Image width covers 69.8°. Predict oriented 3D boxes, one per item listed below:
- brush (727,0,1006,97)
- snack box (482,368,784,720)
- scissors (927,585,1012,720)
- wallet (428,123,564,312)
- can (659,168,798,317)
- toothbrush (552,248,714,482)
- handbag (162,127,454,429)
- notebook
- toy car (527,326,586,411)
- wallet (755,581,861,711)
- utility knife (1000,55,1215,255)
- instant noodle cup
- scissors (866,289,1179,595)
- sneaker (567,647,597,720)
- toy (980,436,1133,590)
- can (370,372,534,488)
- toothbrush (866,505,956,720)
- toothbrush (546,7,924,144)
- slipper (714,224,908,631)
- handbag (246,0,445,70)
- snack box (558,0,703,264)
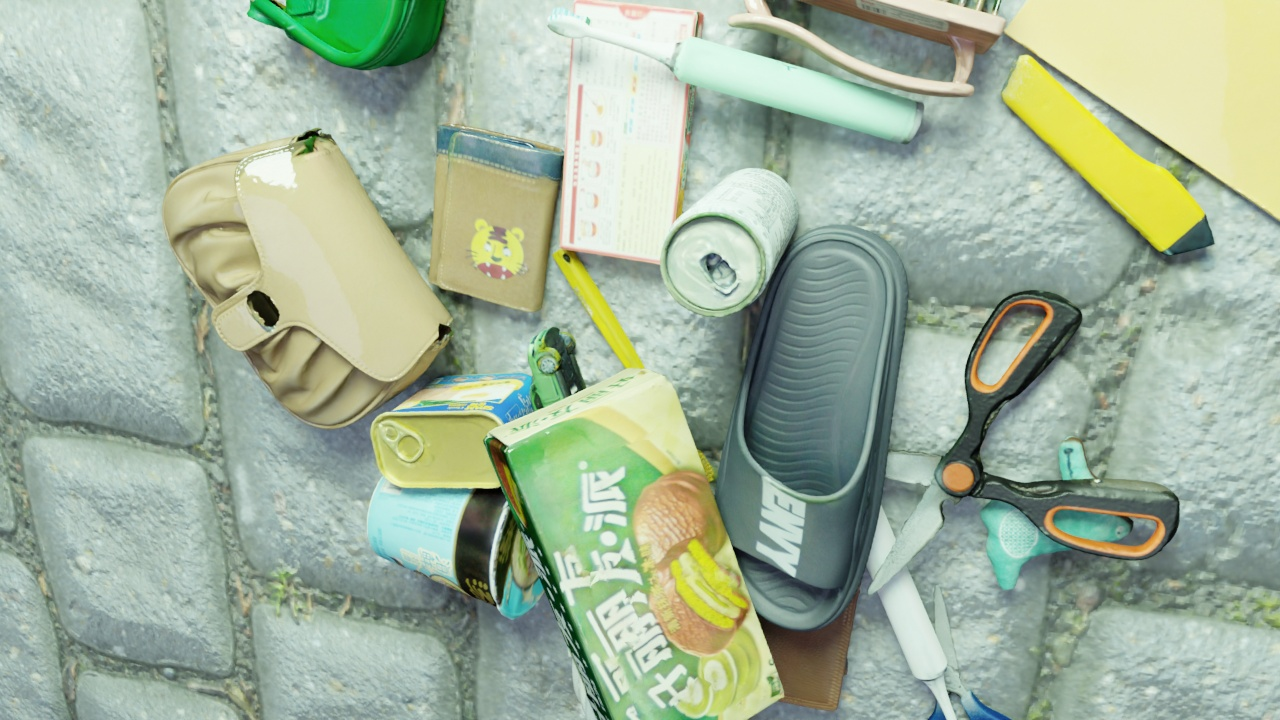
[{"bbox_3d":[0.123,-0.195,0.505,0.146,0.063,0.073,19,104,8],"label":"brush"},{"bbox_3d":[-0.002,0.135,0.592,0.114,0.063,0.240,-24,102,-20],"label":"snack box"},{"bbox_3d":[0.220,0.244,0.674,0.171,0.012,0.141,40,116,1],"label":"scissors"},{"bbox_3d":[-0.101,-0.096,0.623,0.090,0.033,0.115,16,117,10],"label":"wallet"},{"bbox_3d":[0.054,-0.071,0.525,0.058,0.146,0.058,5,111,14],"label":"can"},{"bbox_3d":[-0.004,0.004,0.625,0.015,0.016,0.190,-32,90,-6],"label":"toothbrush"},{"bbox_3d":[-0.233,-0.053,0.637,0.148,0.099,0.204,-25,105,25],"label":"handbag"},{"bbox_3d":[0.324,-0.180,0.484,0.206,0.010,0.146,34,115,1],"label":"notebook"},{"bbox_3d":[-0.057,0.022,0.648,0.036,0.043,0.091,-9,107,19],"label":"toy car"},{"bbox_3d":[0.105,0.198,0.679,0.101,0.032,0.125,8,113,9],"label":"wallet"},{"bbox_3d":[0.266,-0.115,0.522,0.154,0.015,0.033,43,109,-2],"label":"utility knife"},{"bbox_3d":[-0.131,0.122,0.680,0.120,0.111,0.111,9,112,21],"label":"instant noodle cup"},{"bbox_3d":[0.222,0.065,0.582,0.221,0.021,0.235,24,104,15],"label":"scissors"},{"bbox_3d":[-0.010,0.154,0.674,0.089,0.091,0.242,2,94,-21],"label":"sneaker"},{"bbox_3d":[0.269,0.099,0.597,0.092,0.030,0.096,-13,99,15],"label":"toy"},{"bbox_3d":[-0.125,0.047,0.655,0.102,0.083,0.057,-2,109,16],"label":"can"},{"bbox_3d":[0.194,0.192,0.645,0.026,0.027,0.221,-28,99,-22],"label":"toothbrush"},{"bbox_3d":[0.055,-0.167,0.532,0.224,0.027,0.027,15,141,-3],"label":"toothbrush"},{"bbox_3d":[0.096,0.049,0.574,0.111,0.083,0.268,15,104,25],"label":"slipper"},{"bbox_3d":[-0.180,-0.252,0.565,0.120,0.067,0.131,19,114,9],"label":"handbag"},{"bbox_3d":[-0.008,-0.142,0.581,0.077,0.027,0.156,10,113,11],"label":"snack box"}]
